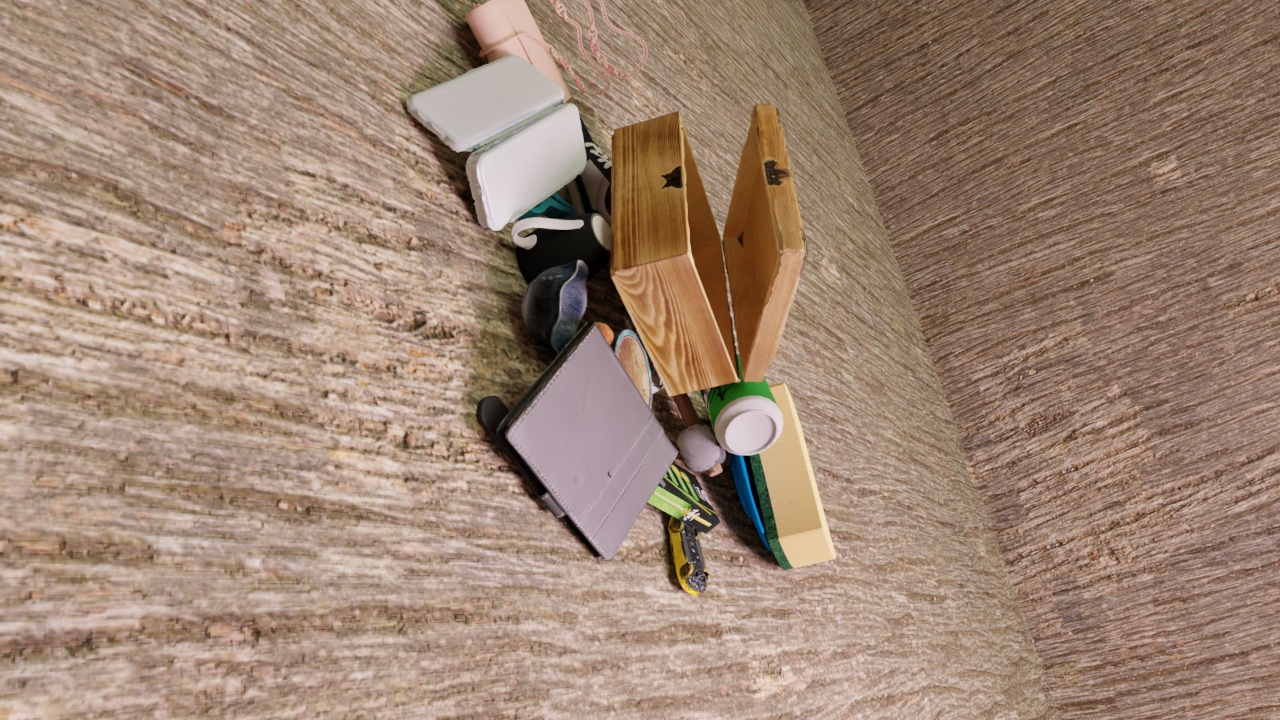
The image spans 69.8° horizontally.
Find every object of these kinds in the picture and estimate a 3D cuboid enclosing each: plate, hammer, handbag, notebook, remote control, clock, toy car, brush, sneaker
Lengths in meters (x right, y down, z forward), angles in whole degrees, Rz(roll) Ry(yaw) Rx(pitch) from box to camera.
[{"bbox_3d":[0.152,0.166,1.320,0.224,0.024,0.224,-15,89,-80],"label":"plate"},{"bbox_3d":[0.034,0.005,1.248,0.328,0.052,0.098,66,10,13],"label":"hammer"},{"bbox_3d":[-0.116,-0.419,1.168,0.199,0.187,0.116,62,20,-18],"label":"handbag"},{"bbox_3d":[-0.048,0.089,0.963,0.169,0.029,0.209,-52,125,-29],"label":"notebook"},{"bbox_3d":[-0.124,0.088,0.934,0.124,0.009,0.046,56,28,-20],"label":"remote control"},{"bbox_3d":[-0.047,0.019,1.048,0.157,0.073,0.121,41,44,-61],"label":"clock"},{"bbox_3d":[0.057,0.234,1.121,0.049,0.030,0.106,36,34,-43],"label":"toy car"},{"bbox_3d":[0.213,0.173,1.343,0.195,0.075,0.249,53,24,-63],"label":"brush"},{"bbox_3d":[-0.059,-0.259,1.260,0.084,0.079,0.235,6,63,-59],"label":"sneaker"}]

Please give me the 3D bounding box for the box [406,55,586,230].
[{"bbox_3d":[-0.151,-0.265,1.070,0.210,0.084,0.186,-42,111,-45],"label":"box"}]

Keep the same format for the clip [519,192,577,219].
[{"bbox_3d":[-0.135,-0.216,1.152,0.119,0.033,0.120,59,27,-5],"label":"clip"}]

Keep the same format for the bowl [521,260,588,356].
[{"bbox_3d":[-0.100,-0.062,1.032,0.110,0.055,0.110,15,89,-80],"label":"bowl"}]

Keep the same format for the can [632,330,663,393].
[{"bbox_3d":[-0.007,0.007,1.178,0.086,0.043,0.086,42,33,-37],"label":"can"}]

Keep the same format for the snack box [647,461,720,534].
[{"bbox_3d":[0.035,0.153,1.122,0.147,0.025,0.080,36,18,-45],"label":"snack box"}]

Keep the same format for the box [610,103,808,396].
[{"bbox_3d":[0.100,-0.135,1.154,0.259,0.221,0.278,66,15,-46],"label":"box"}]

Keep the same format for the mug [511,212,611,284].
[{"bbox_3d":[-0.092,-0.136,1.075,0.118,0.100,0.084,33,41,-47],"label":"mug"}]

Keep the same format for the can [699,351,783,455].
[{"bbox_3d":[0.129,0.055,1.201,0.088,0.088,0.139,49,14,-30],"label":"can"}]
